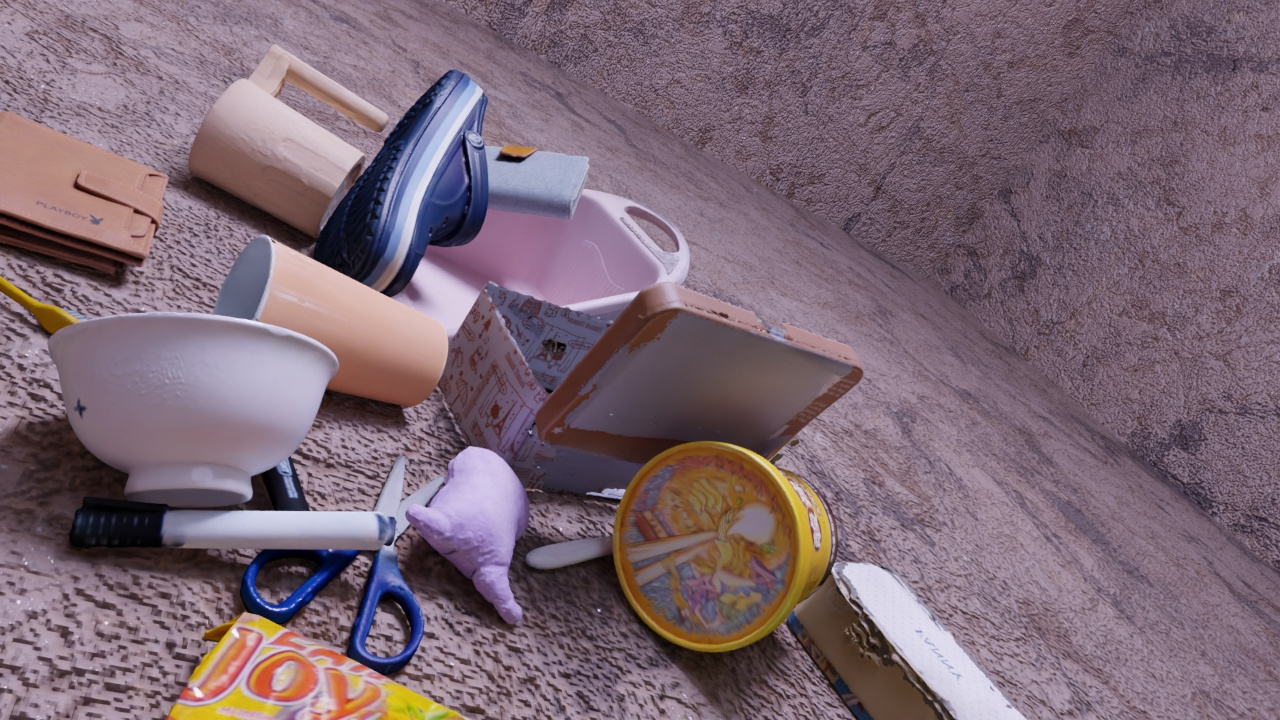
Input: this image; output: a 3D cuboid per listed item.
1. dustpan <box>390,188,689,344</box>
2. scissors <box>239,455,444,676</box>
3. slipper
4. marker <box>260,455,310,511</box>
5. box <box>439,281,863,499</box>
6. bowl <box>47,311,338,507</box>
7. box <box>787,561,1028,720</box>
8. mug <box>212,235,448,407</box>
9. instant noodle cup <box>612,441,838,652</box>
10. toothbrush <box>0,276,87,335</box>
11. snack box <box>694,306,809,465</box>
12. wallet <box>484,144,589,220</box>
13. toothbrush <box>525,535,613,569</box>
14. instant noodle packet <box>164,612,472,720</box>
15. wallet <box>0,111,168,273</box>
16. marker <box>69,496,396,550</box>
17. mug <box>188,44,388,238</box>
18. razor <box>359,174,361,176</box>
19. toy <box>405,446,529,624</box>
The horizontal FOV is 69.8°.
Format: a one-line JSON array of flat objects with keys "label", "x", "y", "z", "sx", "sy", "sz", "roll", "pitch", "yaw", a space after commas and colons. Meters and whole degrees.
[{"label": "dustpan", "x": -0.102, "y": -0.098, "z": 0.771, "sx": 0.273, "sy": 0.139, "sz": 0.222, "roll": 15, "pitch": 26, "yaw": -42}, {"label": "scissors", "x": -0.140, "y": 0.087, "z": 0.456, "sx": 0.140, "sy": 0.012, "sz": 0.171, "roll": 18, "pitch": 22, "yaw": -37}, {"label": "slipper", "x": -0.171, "y": -0.130, "z": 0.722, "sx": 0.095, "sy": 0.105, "sz": 0.252, "roll": 37, "pitch": 42, "yaw": -27}, {"label": "marker", "x": -0.187, "y": 0.044, "z": 0.464, "sx": 0.018, "sy": 0.015, "sz": 0.124, "roll": 12, "pitch": 24, "yaw": -40}, {"label": "box", "x": -0.009, "y": -0.003, "z": 0.623, "sx": 0.180, "sy": 0.227, "sz": 0.156, "roll": 15, "pitch": 43, "yaw": -38}, {"label": "bowl", "x": -0.196, "y": 0.029, "z": 0.404, "sx": 0.118, "sy": 0.119, "sz": 0.064, "roll": 13, "pitch": 65, "yaw": -45}, {"label": "box", "x": 0.180, "y": 0.213, "z": 0.590, "sx": 0.089, "sy": 0.059, "sz": 0.184, "roll": 15, "pitch": 28, "yaw": -39}, {"label": "mug", "x": -0.182, "y": -0.015, "z": 0.551, "sx": 0.122, "sy": 0.078, "sz": 0.078, "roll": 24, "pitch": 20, "yaw": -40}, {"label": "instant noodle cup", "x": 0.062, "y": 0.112, "z": 0.568, "sx": 0.118, "sy": 0.118, "sz": 0.114, "roll": 43, "pitch": 14, "yaw": 27}, {"label": "toothbrush", "x": -0.356, "y": -0.062, "z": 0.470, "sx": 0.191, "sy": 0.016, "sz": 0.018, "roll": 34, "pitch": 8, "yaw": 2}, {"label": "snack box", "x": 0.072, "y": 0.034, "z": 0.787, "sx": 0.117, "sy": 0.118, "sz": 0.105, "roll": 15, "pitch": 36, "yaw": -43}, {"label": "wallet", "x": -0.116, "y": -0.169, "z": 0.830, "sx": 0.130, "sy": 0.037, "sz": 0.106, "roll": 8, "pitch": 36, "yaw": 3}, {"label": "toothbrush", "x": -0.009, "y": 0.118, "z": 0.588, "sx": 0.016, "sy": 0.016, "sz": 0.179, "roll": 43, "pitch": 23, "yaw": 32}, {"label": "instant noodle packet", "x": -0.109, "y": 0.145, "z": 0.318, "sx": 0.128, "sy": 0.044, "sz": 0.110, "roll": 29, "pitch": 15, "yaw": -9}, {"label": "wallet", "x": -0.350, "y": -0.102, "z": 0.557, "sx": 0.107, "sy": 0.031, "sz": 0.131, "roll": 20, "pitch": 24, "yaw": -30}, {"label": "marker", "x": -0.171, "y": 0.072, "z": 0.398, "sx": 0.130, "sy": 0.022, "sz": 0.018, "roll": 7, "pitch": 10, "yaw": -32}, {"label": "mug", "x": -0.272, "y": -0.171, "z": 0.720, "sx": 0.103, "sy": 0.124, "sz": 0.084, "roll": 30, "pitch": -19, "yaw": -13}, {"label": "razor", "x": -0.234, "y": -0.144, "z": 0.859, "sx": 0.142, "sy": 0.022, "sz": 0.043, "roll": 34, "pitch": -25, "yaw": -7}, {"label": "toy", "x": -0.085, "y": 0.086, "z": 0.502, "sx": 0.084, "sy": 0.039, "sz": 0.108, "roll": 53, "pitch": 11, "yaw": -15}]
